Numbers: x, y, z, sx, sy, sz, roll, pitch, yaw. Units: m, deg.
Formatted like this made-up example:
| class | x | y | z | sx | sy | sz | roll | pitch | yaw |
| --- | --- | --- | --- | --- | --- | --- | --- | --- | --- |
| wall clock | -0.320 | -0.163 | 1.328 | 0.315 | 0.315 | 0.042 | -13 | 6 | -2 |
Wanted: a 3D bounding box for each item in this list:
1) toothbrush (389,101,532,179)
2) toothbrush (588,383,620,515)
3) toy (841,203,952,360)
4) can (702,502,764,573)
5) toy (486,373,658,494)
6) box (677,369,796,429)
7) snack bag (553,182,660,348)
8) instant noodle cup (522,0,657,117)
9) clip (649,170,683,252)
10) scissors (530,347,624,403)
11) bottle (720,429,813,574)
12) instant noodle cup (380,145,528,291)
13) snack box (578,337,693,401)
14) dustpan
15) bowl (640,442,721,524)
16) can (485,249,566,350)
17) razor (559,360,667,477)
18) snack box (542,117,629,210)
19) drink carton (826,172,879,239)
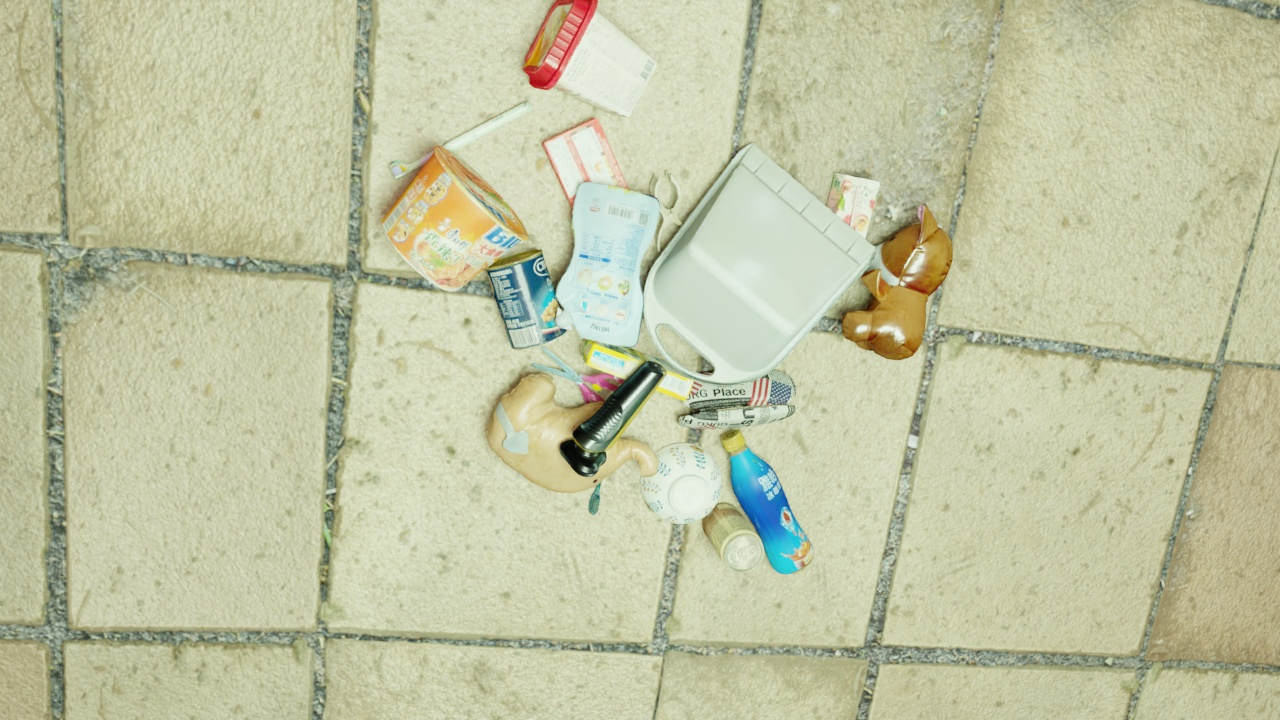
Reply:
| class | x | y | z | sx | sy | sz | roll | pitch | yaw |
| --- | --- | --- | --- | --- | --- | --- | --- | --- | --- |
| toothbrush | -0.217 | -0.271 | 1.119 | 0.189 | 0.029 | 0.020 | -27 | 148 | -4 |
| toothbrush | -0.044 | 0.121 | 1.240 | 0.016 | 0.018 | 0.192 | 11 | 101 | -12 |
| toy | 0.344 | -0.102 | 1.218 | 0.130 | 0.140 | 0.199 | 31 | 95 | 26 |
| can | 0.125 | 0.240 | 1.246 | 0.058 | 0.116 | 0.058 | -2 | 103 | -10 |
| toy | -0.090 | 0.112 | 1.198 | 0.226 | 0.082 | 0.144 | 28 | 110 | -17 |
| box | 0.129 | 0.046 | 1.238 | 0.163 | 0.076 | 0.087 | -2 | 81 | -7 |
| snack bag | -0.041 | -0.117 | 1.131 | 0.110 | 0.039 | 0.191 | 11 | 91 | -17 |
| instant noodle cup | -0.058 | -0.353 | 1.086 | 0.124 | 0.116 | 0.117 | 26 | 97 | -26 |
| clip | 0.034 | -0.191 | 1.177 | 0.071 | 0.034 | 0.100 | -15 | 113 | -7 |
| scissors | -0.082 | 0.029 | 1.200 | 0.134 | 0.017 | 0.113 | 15 | 140 | 9 |
| bottle | 0.170 | 0.194 | 1.270 | 0.065 | 0.065 | 0.219 | -29 | 106 | -3 |
| instant noodle cup | -0.223 | -0.161 | 1.083 | 0.111 | 0.151 | 0.151 | -43 | 106 | 9 |
| snack box | -0.007 | 0.007 | 1.184 | 0.140 | 0.087 | 0.034 | 22 | 97 | -14 |
| dustpan | 0.131 | -0.102 | 1.170 | 0.222 | 0.143 | 0.257 | 40 | 55 | -1 |
| bowl | 0.060 | 0.175 | 1.249 | 0.113 | 0.062 | 0.113 | -3 | 105 | -10 |
| can | -0.142 | -0.075 | 1.148 | 0.075 | 0.075 | 0.111 | -18 | 106 | -6 |
| razor | -0.029 | 0.069 | 1.133 | 0.167 | 0.062 | 0.067 | -50 | 145 | 5 |
| snack box | -0.058 | -0.219 | 1.156 | 0.075 | 0.025 | 0.153 | -26 | 106 | -5 |
| drink carton | 0.272 | -0.182 | 1.213 | 0.053 | 0.045 | 0.122 | 10 | 101 | -13 |
